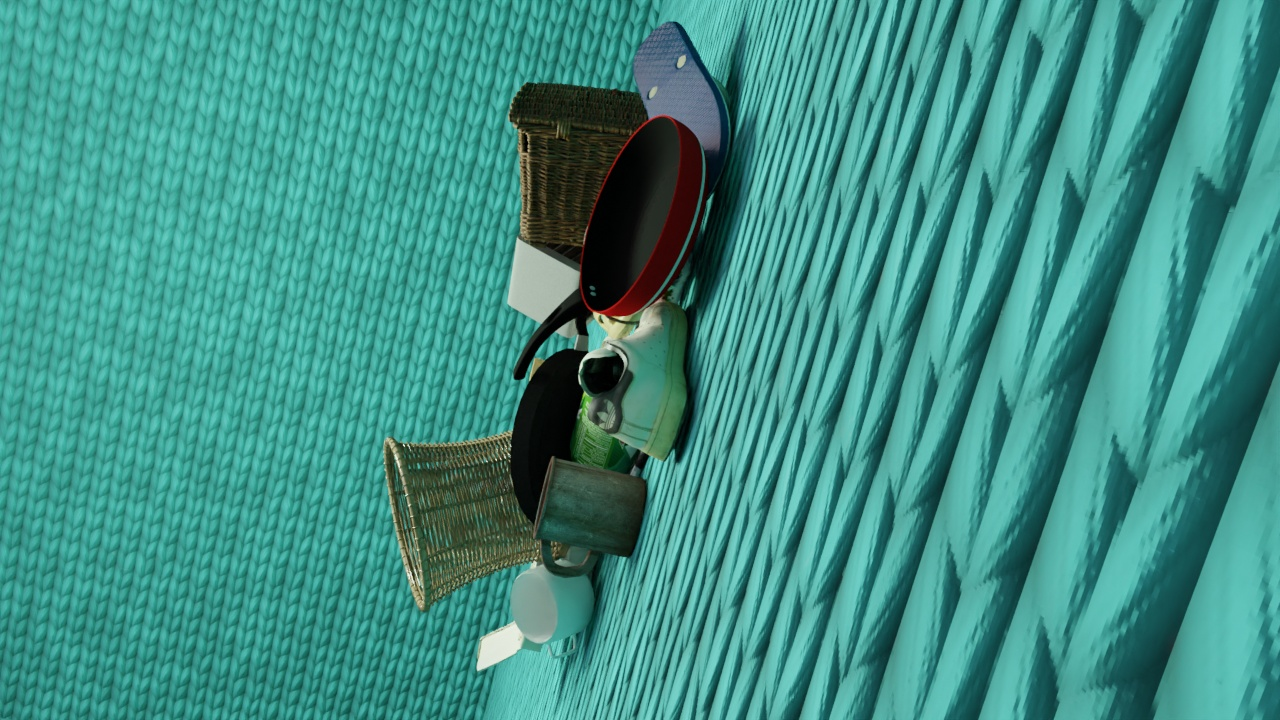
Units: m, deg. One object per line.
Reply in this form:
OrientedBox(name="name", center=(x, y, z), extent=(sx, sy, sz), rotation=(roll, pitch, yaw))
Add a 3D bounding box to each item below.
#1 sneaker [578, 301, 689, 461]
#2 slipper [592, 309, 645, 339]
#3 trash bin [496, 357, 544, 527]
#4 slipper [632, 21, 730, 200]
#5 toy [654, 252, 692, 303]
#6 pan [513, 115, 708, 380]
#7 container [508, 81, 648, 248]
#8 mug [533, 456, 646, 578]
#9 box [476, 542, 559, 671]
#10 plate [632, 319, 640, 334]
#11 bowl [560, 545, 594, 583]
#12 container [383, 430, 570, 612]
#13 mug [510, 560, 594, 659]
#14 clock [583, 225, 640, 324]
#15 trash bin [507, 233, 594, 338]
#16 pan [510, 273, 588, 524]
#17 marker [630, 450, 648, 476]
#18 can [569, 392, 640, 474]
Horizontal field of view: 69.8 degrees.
OrientedBox(name="sneaker", center=(-0.009, 0.009, 0.914), extent=(0.241, 0.102, 0.089), rotation=(-88, 13, -61))
OrientedBox(name="slipper", center=(-0.031, -0.083, 1.276), extent=(0.111, 0.079, 0.261), rotation=(-60, 3, -4))
OrientedBox(name="trash bin", center=(-0.128, 0.143, 1.441), extent=(0.248, 0.142, 0.142), rotation=(111, 170, -46))
OrientedBox(name="slipper", center=(0.055, -0.279, 1.049), extent=(0.118, 0.060, 0.294), rotation=(-41, 45, 34))
OrientedBox(name="toy", center=(0.030, -0.108, 1.036), extent=(0.103, 0.050, 0.093), rotation=(107, 164, -50))
OrientedBox(name="pan", center=(-0.037, -0.094, 0.976), extent=(0.357, 0.067, 0.208), rotation=(-55, 30, 34))
OrientedBox(name="container", center=(-0.048, -0.249, 1.217), extent=(0.162, 0.250, 0.183), rotation=(-87, 4, -58))
OrientedBox(name="mug", center=(-0.058, 0.173, 0.981), extent=(0.096, 0.110, 0.123), rotation=(124, 158, -85))
OrientedBox(name="box", center=(-0.162, 0.352, 1.296), extent=(0.186, 0.066, 0.145), rotation=(-52, 18, 22))
OrientedBox(name="plate", center=(-0.007, 0.008, 1.259), extent=(0.188, 0.016, 0.188), rotation=(-168, 92, -83))
OrientedBox(name="bowl", center=(-0.086, 0.289, 1.241), extent=(0.110, 0.040, 0.110), rotation=(-168, 91, -82))
OrientedBox(name="container", center=(-0.216, 0.194, 1.212), extent=(0.227, 0.196, 0.227), rotation=(168, 90, -68))
OrientedBox(name="mug", center=(-0.106, 0.311, 1.144), extent=(0.095, 0.068, 0.115), rotation=(-20, 80, 40))
OrientedBox(name="clock", center=(-0.008, -0.122, 1.109), extent=(0.073, 0.121, 0.157), rotation=(-156, 74, -79))
OrientedBox(name="trash bin", center=(-0.078, -0.153, 1.352), extent=(0.228, 0.114, 0.115), rotation=(-44, -23, -46))
OrientedBox(name="pan", center=(-0.075, 0.033, 1.131), extent=(0.225, 0.034, 0.356), rotation=(10, -94, -61))
OrientedBox(name="marker", center=(-0.014, 0.148, 1.063), extent=(0.152, 0.011, 0.011), rotation=(111, 170, -47))
OrientedBox(name="can", center=(-0.029, 0.062, 1.049), extent=(0.082, 0.083, 0.144), rotation=(-86, 12, -55))
